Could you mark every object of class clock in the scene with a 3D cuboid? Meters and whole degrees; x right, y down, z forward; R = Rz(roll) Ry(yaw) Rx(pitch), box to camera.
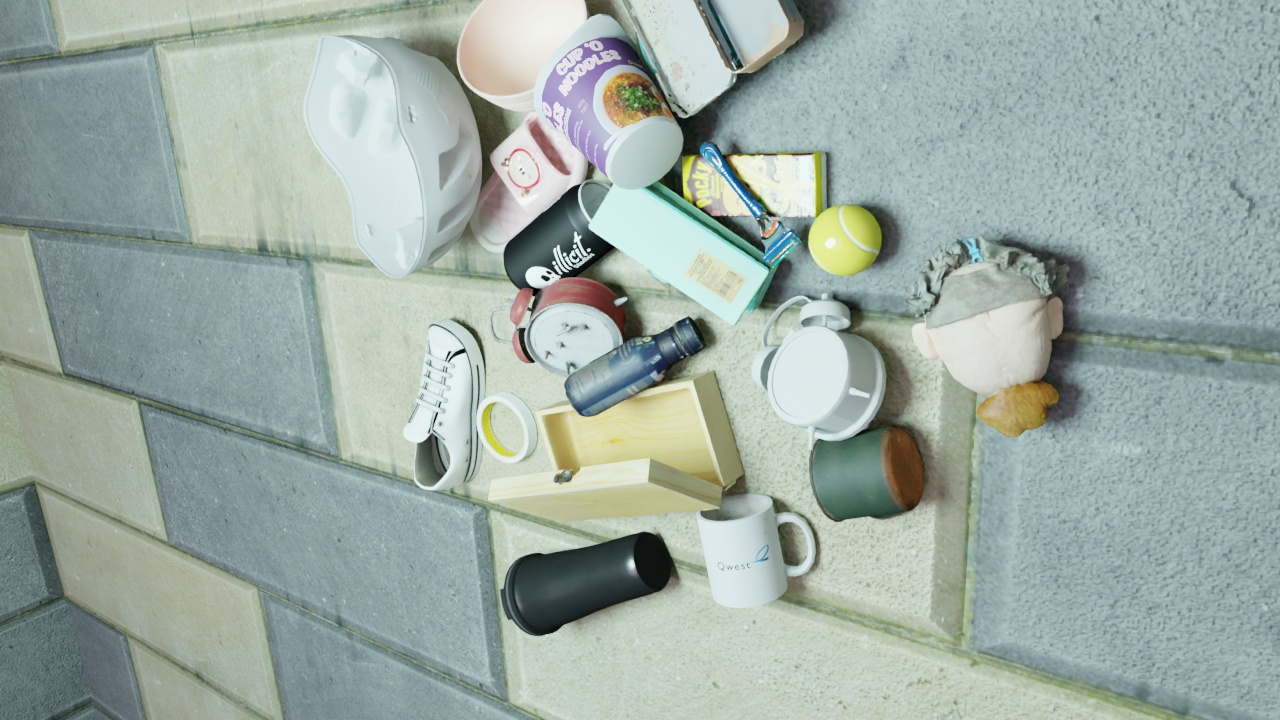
[{"bbox_3d":[0.169,0.006,0.885,0.120,0.061,0.159,-48,43,27],"label":"clock"},{"bbox_3d":[-0.093,-0.033,1.033,0.157,0.061,0.110,3,132,2],"label":"clock"}]

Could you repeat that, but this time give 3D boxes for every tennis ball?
[{"bbox_3d":[0.187,-0.110,0.840,0.065,0.065,0.065,13,113,34],"label":"tennis ball"}]

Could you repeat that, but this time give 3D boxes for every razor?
[{"bbox_3d":[0.103,-0.157,0.884,0.044,0.018,0.141,-43,75,37],"label":"razor"}]

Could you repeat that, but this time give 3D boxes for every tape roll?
[{"bbox_3d":[-0.178,0.089,1.217,0.094,0.019,0.094,13,113,33],"label":"tape roll"}]

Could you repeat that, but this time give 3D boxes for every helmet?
[{"bbox_3d":[-0.279,-0.235,1.057,0.225,0.183,0.282,122,139,-52],"label":"helmet"}]

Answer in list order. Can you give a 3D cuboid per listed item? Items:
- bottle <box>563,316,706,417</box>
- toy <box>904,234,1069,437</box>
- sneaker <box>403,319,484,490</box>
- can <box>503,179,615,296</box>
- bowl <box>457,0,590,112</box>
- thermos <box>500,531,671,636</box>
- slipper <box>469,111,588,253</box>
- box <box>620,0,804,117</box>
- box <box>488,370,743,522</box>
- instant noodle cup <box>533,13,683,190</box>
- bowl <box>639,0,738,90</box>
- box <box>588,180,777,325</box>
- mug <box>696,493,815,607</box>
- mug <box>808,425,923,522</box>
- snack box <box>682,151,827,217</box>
[{"bbox_3d":[-0.006,0.006,1.002,0.161,0.056,0.056,-29,87,14],"label":"bottle"},{"bbox_3d":[0.302,-0.022,0.779,0.133,0.076,0.176,-14,95,24],"label":"toy"},{"bbox_3d":[-0.276,0.068,1.234,0.091,0.097,0.246,23,118,30],"label":"sneaker"},{"bbox_3d":[-0.085,-0.135,1.030,0.146,0.080,0.080,-32,85,40],"label":"can"},{"bbox_3d":[-0.110,-0.323,0.972,0.153,0.076,0.152,-7,70,21],"label":"bowl"},{"bbox_3d":[-0.067,0.275,1.149,0.219,0.105,0.106,-25,90,35],"label":"thermos"},{"bbox_3d":[-0.134,-0.203,1.061,0.107,0.055,0.222,54,130,7],"label":"slipper"},{"bbox_3d":[0.041,-0.348,0.829,0.151,0.042,0.216,-28,88,36],"label":"box"},{"bbox_3d":[-0.026,0.119,1.045,0.249,0.184,0.142,-13,118,41],"label":"box"},{"bbox_3d":[-0.022,-0.243,0.896,0.122,0.121,0.137,56,149,28],"label":"instant noodle cup"},{"bbox_3d":[0.060,-0.321,0.878,0.121,0.046,0.121,13,113,34],"label":"bowl"},{"bbox_3d":[0.038,-0.110,0.921,0.189,0.079,0.078,37,144,13],"label":"box"},{"bbox_3d":[0.128,0.201,0.992,0.120,0.083,0.096,-10,100,10],"label":"mug"},{"bbox_3d":[0.226,0.117,0.886,0.081,0.084,0.111,-16,127,38],"label":"mug"},{"bbox_3d":[0.110,-0.173,0.904,0.149,0.025,0.061,8,109,35],"label":"snack box"}]
